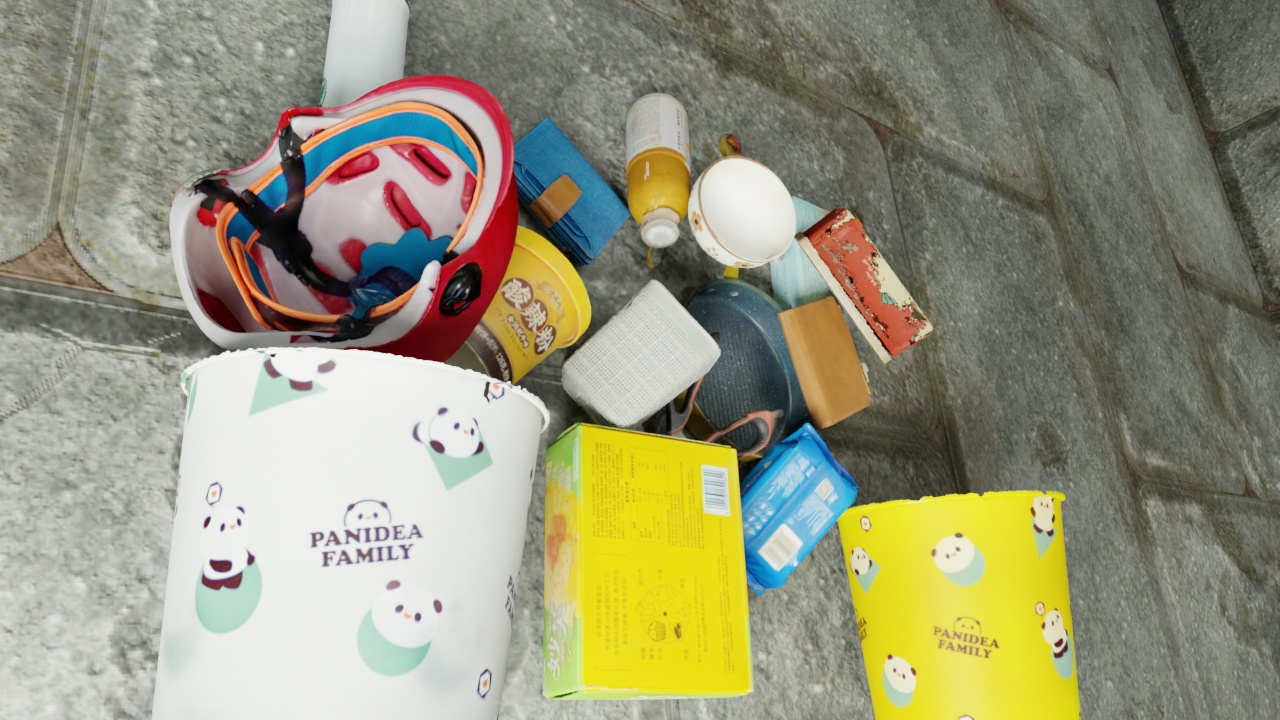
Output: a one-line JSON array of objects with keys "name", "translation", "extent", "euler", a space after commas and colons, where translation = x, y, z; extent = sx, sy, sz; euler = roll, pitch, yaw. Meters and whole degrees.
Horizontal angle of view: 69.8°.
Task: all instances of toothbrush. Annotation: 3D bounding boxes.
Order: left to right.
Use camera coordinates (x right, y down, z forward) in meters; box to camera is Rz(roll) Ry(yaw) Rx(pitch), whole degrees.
[{"name": "toothbrush", "translation": [0.029, -0.178, 1.005], "extent": [0.016, 0.018, 0.191], "euler": [30, 54, -28]}]

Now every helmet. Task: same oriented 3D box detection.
[{"name": "helmet", "translation": [-0.183, -0.074, 0.641], "extent": [0.239, 0.144, 0.207], "euler": [-40, 62, -15]}]

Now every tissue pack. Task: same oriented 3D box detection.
[{"name": "tissue pack", "translation": [0.138, 0.144, 0.898], "extent": [0.157, 0.052, 0.095], "euler": [-45, 103, -14]}]

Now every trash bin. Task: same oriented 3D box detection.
[{"name": "trash bin", "translation": [-0.176, 0.146, 0.556], "extent": [0.229, 0.230, 0.251], "euler": [15, 66, -34]}, {"name": "trash bin", "translation": [0.322, 0.270, 0.914], "extent": [0.229, 0.230, 0.255], "euler": [8, 71, -37]}]

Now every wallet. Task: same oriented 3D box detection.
[{"name": "wallet", "translation": [-0.075, -0.167, 0.903], "extent": [0.133, 0.040, 0.106], "euler": [47, 43, -13]}, {"name": "wallet", "translation": [0.202, -0.001, 0.997], "extent": [0.107, 0.031, 0.132], "euler": [-20, 92, -45]}]

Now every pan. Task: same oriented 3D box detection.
[{"name": "pan", "translation": [0.104, -0.070, 0.978], "extent": [0.197, 0.078, 0.357], "euler": [5, 68, -39]}]

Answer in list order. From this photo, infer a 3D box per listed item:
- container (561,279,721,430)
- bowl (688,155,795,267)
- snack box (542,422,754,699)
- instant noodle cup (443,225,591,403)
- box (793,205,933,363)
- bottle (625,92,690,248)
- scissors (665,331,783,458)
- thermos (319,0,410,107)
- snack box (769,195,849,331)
[{"name": "container", "translation": [-0.005, 0.005, 0.816], "extent": [0.114, 0.090, 0.090], "euler": [-41, 83, -13]}, {"name": "bowl", "translation": [0.094, -0.143, 0.925], "extent": [0.113, 0.062, 0.113], "euler": [7, 73, -24]}, {"name": "snack box", "translation": [0.004, 0.168, 0.755], "extent": [0.157, 0.070, 0.209], "euler": [11, 63, -26]}, {"name": "instant noodle cup", "translation": [-0.121, -0.033, 0.754], "extent": [0.118, 0.119, 0.114], "euler": [50, 55, -10]}, {"name": "box", "translation": [0.251, -0.090, 1.012], "extent": [0.168, 0.080, 0.091], "euler": [52, 11, -8]}, {"name": "bottle", "translation": [0.018, -0.198, 0.955], "extent": [0.068, 0.068, 0.189], "euler": [24, 47, -30]}, {"name": "scissors", "translation": [0.047, 0.074, 0.867], "extent": [0.226, 0.015, 0.189], "euler": [-13, 85, -25]}, {"name": "thermos", "translation": [-0.237, -0.213, 0.769], "extent": [0.073, 0.073, 0.223], "euler": [15, 62, -34]}, {"name": "snack box", "translation": [0.197, -0.103, 1.089], "extent": [0.074, 0.052, 0.174], "euler": [15, 62, -33]}]
